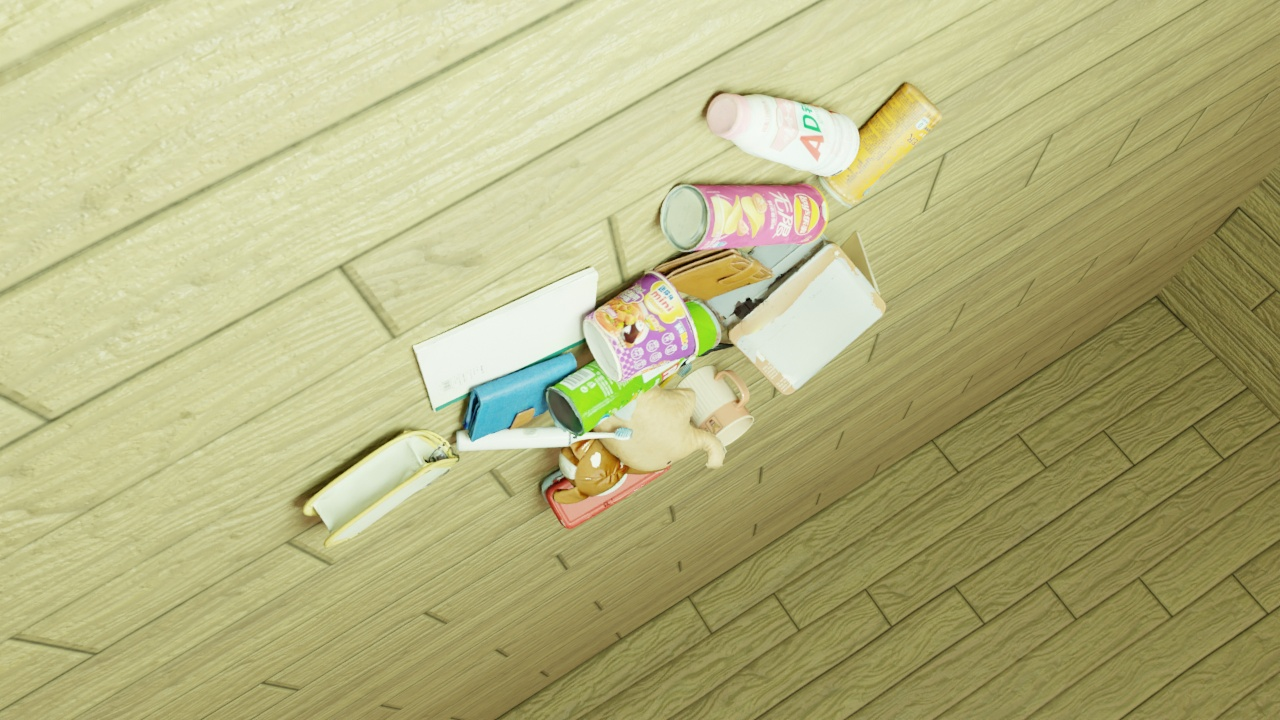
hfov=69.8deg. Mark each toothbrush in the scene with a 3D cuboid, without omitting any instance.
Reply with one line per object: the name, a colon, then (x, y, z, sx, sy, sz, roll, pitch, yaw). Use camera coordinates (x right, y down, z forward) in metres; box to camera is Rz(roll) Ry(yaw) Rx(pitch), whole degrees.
toothbrush: (0.017, 0.062, 1.384, 0.016, 0.018, 0.192, 0, 140, -51)
toothbrush: (0.085, -0.018, 1.309, 0.026, 0.027, 0.212, -7, -179, 42)
toothbrush: (-0.118, 0.096, 1.147, 0.221, 0.026, 0.026, -1, 143, -12)

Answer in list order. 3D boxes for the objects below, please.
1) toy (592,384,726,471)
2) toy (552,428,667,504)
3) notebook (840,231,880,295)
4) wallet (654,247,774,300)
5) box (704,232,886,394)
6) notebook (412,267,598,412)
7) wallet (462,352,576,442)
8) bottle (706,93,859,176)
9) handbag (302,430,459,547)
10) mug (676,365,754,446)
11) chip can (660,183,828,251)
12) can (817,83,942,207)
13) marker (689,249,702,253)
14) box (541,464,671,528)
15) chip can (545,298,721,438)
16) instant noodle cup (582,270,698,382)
toy: (0.019, 0.087, 1.232, 0.143, 0.082, 0.226, -42, 120, 1)
toy: (-0.045, 0.125, 1.309, 0.199, 0.130, 0.140, -25, 129, -45)
notebook: (0.258, -0.069, 1.314, 0.008, 0.147, 0.208, 23, 128, -21)
wallet: (0.094, -0.107, 1.095, 0.119, 0.035, 0.130, -13, 168, 27)
box: (0.204, -0.068, 1.183, 0.182, 0.168, 0.150, -39, 158, 12)
notebook: (-0.142, -0.020, 1.015, 0.208, 0.012, 0.151, -26, 158, -17)
wallet: (-0.144, 0.044, 1.098, 0.132, 0.040, 0.107, -21, 157, -29)
bottle: (0.143, -0.228, 0.917, 0.196, 0.068, 0.068, -3, 142, -47)
handbag: (-0.298, 0.146, 1.095, 0.163, 0.063, 0.178, -35, 172, 2)
mug: (0.119, 0.062, 1.409, 0.081, 0.106, 0.115, -13, 150, -41)
chip can: (0.118, -0.159, 1.012, 0.210, 0.071, 0.072, -11, 148, -43)
can: (0.276, -0.248, 1.064, 0.146, 0.058, 0.058, -46, 155, 27)
marker: (0.077, -0.129, 1.087, 0.017, 0.017, 0.145, -42, 156, 19)
box: (-0.060, 0.179, 1.460, 0.201, 0.095, 0.099, -30, -176, -13)
chip can: (-0.007, 0.007, 1.121, 0.235, 0.072, 0.072, -33, 160, -30)
instant noodle cup: (-0.004, -0.032, 1.042, 0.099, 0.111, 0.112, -29, 157, -18)
